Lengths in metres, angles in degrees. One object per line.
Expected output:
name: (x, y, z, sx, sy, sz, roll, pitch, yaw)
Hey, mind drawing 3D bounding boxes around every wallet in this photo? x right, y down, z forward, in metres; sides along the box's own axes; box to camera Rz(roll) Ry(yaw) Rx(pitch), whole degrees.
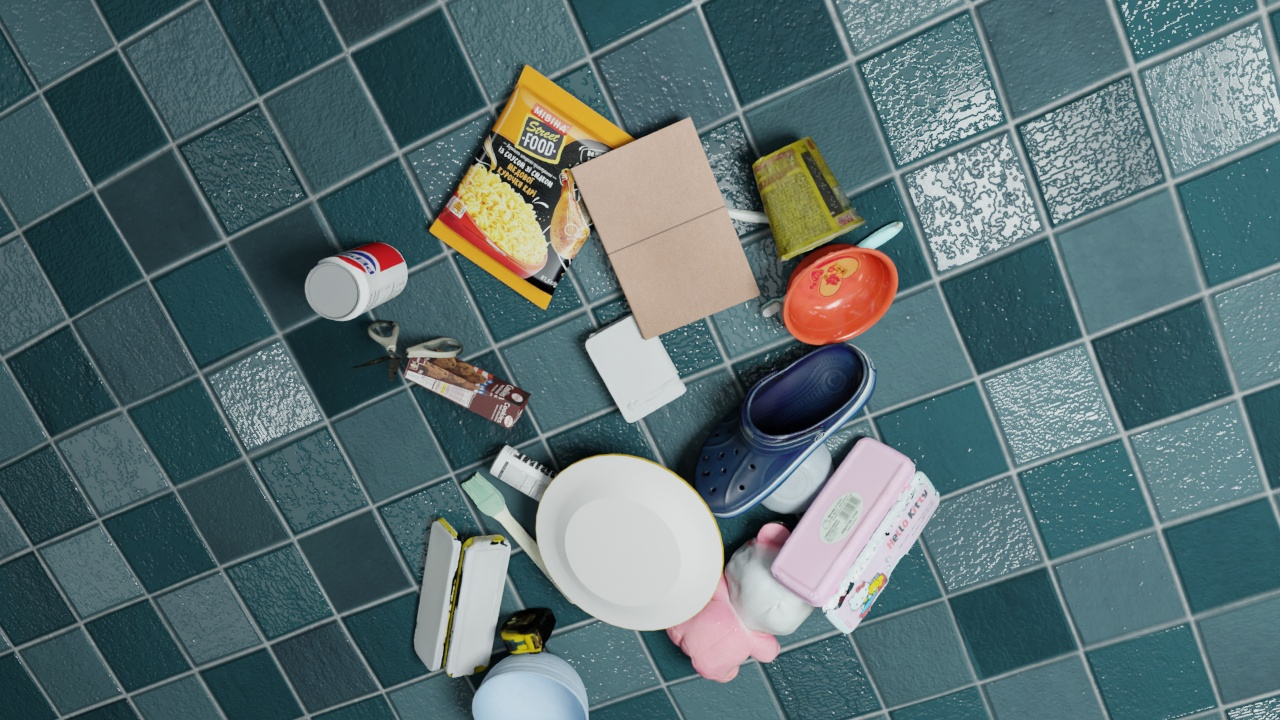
wallet: (-0.006, 0.006, 1.075, 0.086, 0.032, 0.116, -25, 99, 3)

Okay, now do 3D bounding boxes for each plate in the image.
plate: (-0.018, 0.217, 1.060, 0.230, 0.021, 0.230, 6, 110, 17)

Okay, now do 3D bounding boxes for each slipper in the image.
slipper: (0.145, 0.068, 1.018, 0.253, 0.095, 0.105, -43, 58, 13)

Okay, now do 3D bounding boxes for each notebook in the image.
notebook: (0.029, -0.141, 1.013, 0.141, 0.008, 0.209, -21, 105, 9)

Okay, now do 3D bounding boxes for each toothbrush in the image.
toothbrush: (0.062, -0.166, 1.023, 0.189, 0.016, 0.017, 8, 116, 6)
toothbrush: (0.212, -0.101, 1.020, 0.181, 0.016, 0.016, -33, 105, 14)

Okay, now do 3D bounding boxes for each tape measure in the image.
tape measure: (-0.146, 0.343, 1.172, 0.063, 0.067, 0.038, -15, 105, 21)

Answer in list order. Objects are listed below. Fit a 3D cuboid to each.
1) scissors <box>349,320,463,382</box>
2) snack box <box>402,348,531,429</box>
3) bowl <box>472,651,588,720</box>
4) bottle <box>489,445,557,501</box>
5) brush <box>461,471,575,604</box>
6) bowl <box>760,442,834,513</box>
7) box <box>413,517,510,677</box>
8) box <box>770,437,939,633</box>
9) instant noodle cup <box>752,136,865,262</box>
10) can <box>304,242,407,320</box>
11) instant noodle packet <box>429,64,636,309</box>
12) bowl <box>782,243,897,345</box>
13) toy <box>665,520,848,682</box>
scissors: (-0.273, -0.013, 1.054, 0.168, 0.157, 0.013, -2, 115, -38)
snack box: (-0.206, 0.030, 1.097, 0.141, 0.051, 0.032, 26, 107, 0)
bowl: (-0.135, 0.429, 1.182, 0.150, 0.074, 0.151, 3, 117, 5)
bottle: (-0.126, 0.148, 1.125, 0.116, 0.041, 0.041, 30, 107, -1)
brush: (-0.146, 0.230, 1.167, 0.033, 0.012, 0.217, -37, 99, 16)
bowl: (0.175, 0.136, 1.079, 0.106, 0.039, 0.106, 2, 106, 8)
box: (-0.234, 0.305, 1.192, 0.083, 0.080, 0.210, -1, 114, -34)
box: (0.250, 0.201, 1.053, 0.101, 0.103, 0.201, 29, 76, 39)
instant noodle cup: (0.170, -0.171, 0.969, 0.102, 0.102, 0.108, -24, 92, 14)
can: (-0.319, -0.091, 1.037, 0.070, 0.132, 0.070, 2, 106, 7)
instant noodle packet: (-0.118, -0.190, 1.032, 0.160, 0.032, 0.221, 34, 107, -3)
bowl: (0.208, -0.080, 0.992, 0.130, 0.045, 0.131, -9, 134, -10)
toy: (0.133, 0.295, 1.106, 0.213, 0.084, 0.142, -41, 90, 17)
